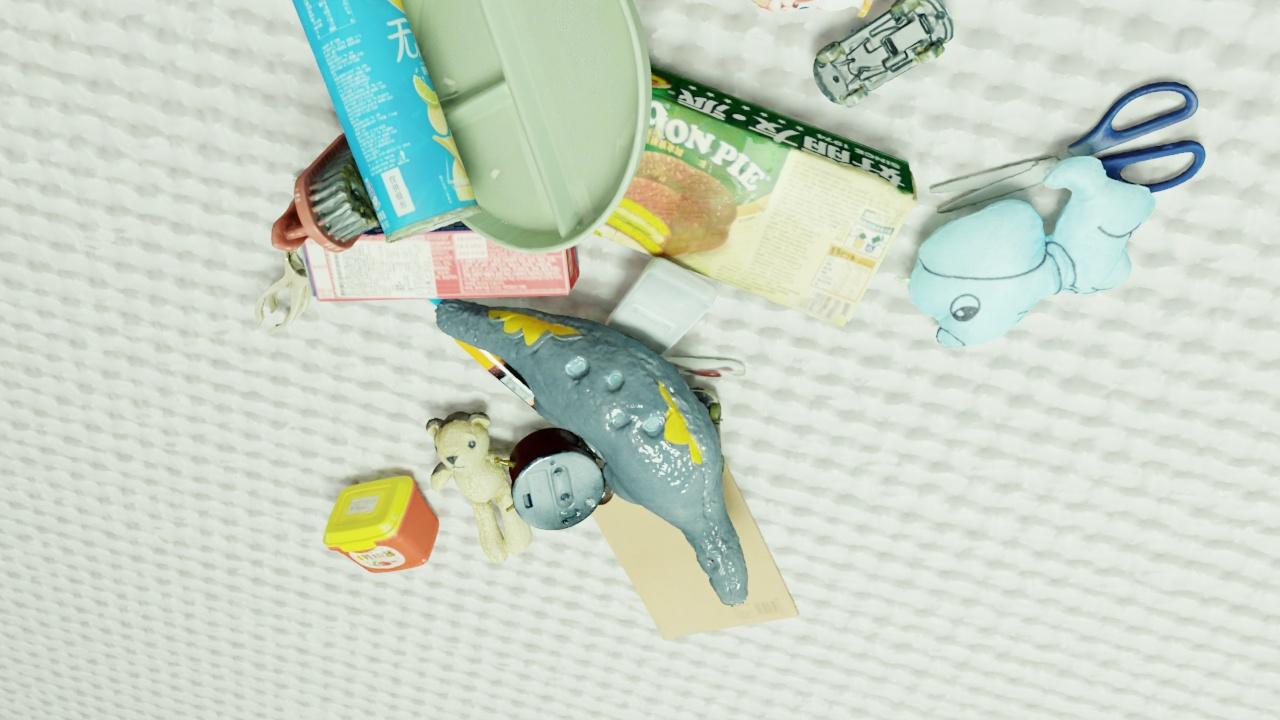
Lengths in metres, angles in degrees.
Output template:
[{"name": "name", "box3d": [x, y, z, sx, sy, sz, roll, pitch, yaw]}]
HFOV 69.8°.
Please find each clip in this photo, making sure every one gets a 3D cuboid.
[{"name": "clip", "box3d": [-0.298, -0.067, 0.794, 0.070, 0.034, 0.100, 34, 116, -10]}]

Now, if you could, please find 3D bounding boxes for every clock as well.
[{"name": "clock", "box3d": [-0.066, 0.102, 0.828, 0.122, 0.055, 0.082, -14, 117, -11]}]

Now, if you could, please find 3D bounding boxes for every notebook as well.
[{"name": "notebook", "box3d": [0.050, 0.189, 0.895, 0.150, 0.012, 0.211, -16, 118, 21]}]

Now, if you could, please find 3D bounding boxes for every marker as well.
[{"name": "marker", "box3d": [-0.116, 0.014, 0.814, 0.018, 0.015, 0.124, -33, 113, 31]}]

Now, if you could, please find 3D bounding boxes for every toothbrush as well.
[{"name": "toothbrush", "box3d": [-0.005, 0.005, 0.778, 0.188, 0.017, 0.016, 4, 125, 12]}]

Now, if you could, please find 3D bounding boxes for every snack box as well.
[{"name": "snack box", "box3d": [-0.154, -0.083, 0.716, 0.207, 0.057, 0.058, -1, 116, 7]}, {"name": "snack box", "box3d": [-0.254, 0.165, 0.915, 0.091, 0.081, 0.080, -13, 133, 22]}, {"name": "snack box", "box3d": [0.059, -0.121, 0.650, 0.240, 0.063, 0.115, 20, 126, 0]}]

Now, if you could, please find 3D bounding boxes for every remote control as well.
[{"name": "remote control", "box3d": [0.012, -0.038, 0.707, 0.056, 0.020, 0.136, 28, 155, -7]}]

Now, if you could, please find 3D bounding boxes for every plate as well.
[{"name": "plate", "box3d": [-0.084, -0.185, 0.610, 0.230, 0.027, 0.230, 17, 121, 32]}]

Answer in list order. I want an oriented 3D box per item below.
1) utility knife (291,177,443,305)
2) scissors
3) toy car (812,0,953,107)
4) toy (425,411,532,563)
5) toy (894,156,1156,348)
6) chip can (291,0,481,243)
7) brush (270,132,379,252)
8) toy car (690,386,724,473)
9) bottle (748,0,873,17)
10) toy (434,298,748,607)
[{"name": "utility knife", "box3d": [-0.217, -0.101, 0.757, 0.161, 0.018, 0.034, 38, 124, -12]}, {"name": "scissors", "box3d": [0.290, -0.124, 0.624, 0.126, 0.012, 0.174, 38, 125, -13]}, {"name": "toy car", "box3d": [0.155, -0.201, 0.590, 0.091, 0.034, 0.043, -28, 116, 30]}, {"name": "toy", "box3d": [-0.149, 0.119, 0.861, 0.105, 0.066, 0.157, -12, 113, 14]}, {"name": "toy", "box3d": [0.261, -0.070, 0.642, 0.156, 0.049, 0.162, 8, 128, 9]}, {"name": "chip can", "box3d": [-0.176, -0.189, 0.617, 0.071, 0.071, 0.210, -16, 100, 22]}, {"name": "brush", "box3d": [-0.221, -0.118, 0.668, 0.069, 0.145, 0.063, -22, 116, 10]}, {"name": "toy car", "box3d": [0.051, 0.064, 0.795, 0.042, 0.035, 0.090, 0, 114, 13]}, {"name": "bottle", "box3d": [0.092, -0.244, 0.558, 0.108, 0.063, 0.063, 19, 126, 1]}, {"name": "toy", "box3d": [-0.012, 0.055, 0.739, 0.356, 0.091, 0.138, 47, 128, -6]}]
